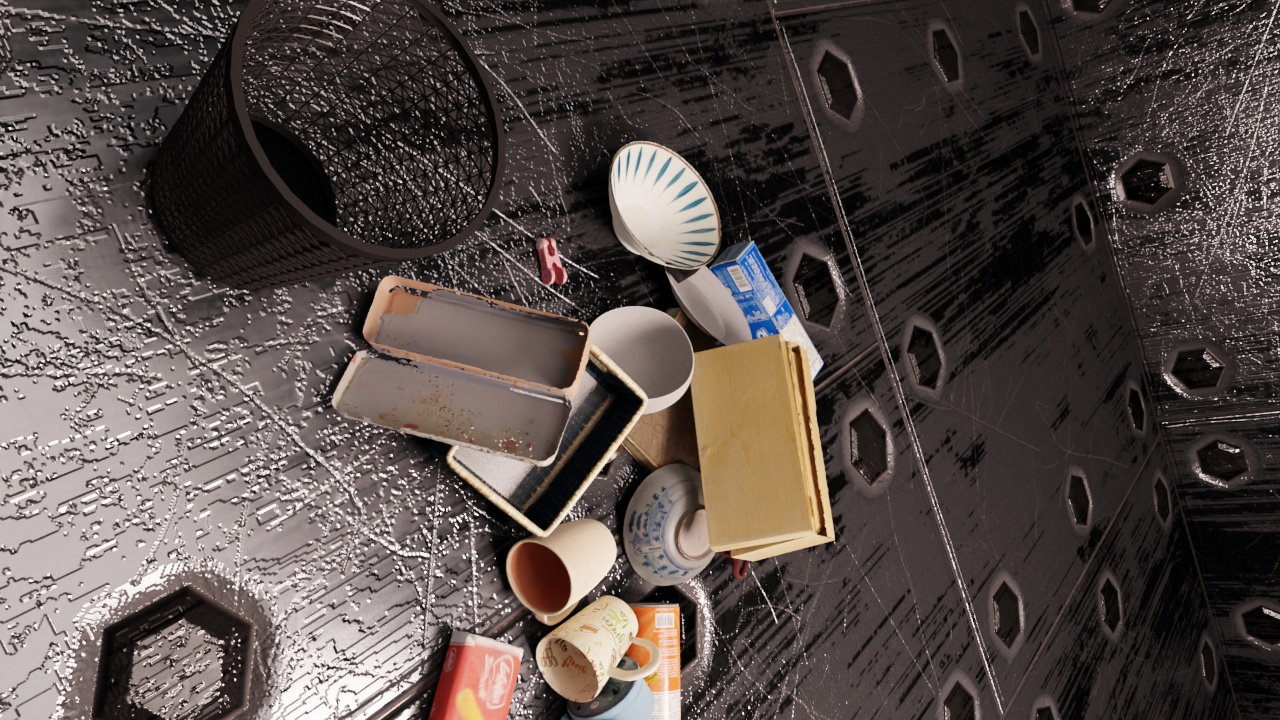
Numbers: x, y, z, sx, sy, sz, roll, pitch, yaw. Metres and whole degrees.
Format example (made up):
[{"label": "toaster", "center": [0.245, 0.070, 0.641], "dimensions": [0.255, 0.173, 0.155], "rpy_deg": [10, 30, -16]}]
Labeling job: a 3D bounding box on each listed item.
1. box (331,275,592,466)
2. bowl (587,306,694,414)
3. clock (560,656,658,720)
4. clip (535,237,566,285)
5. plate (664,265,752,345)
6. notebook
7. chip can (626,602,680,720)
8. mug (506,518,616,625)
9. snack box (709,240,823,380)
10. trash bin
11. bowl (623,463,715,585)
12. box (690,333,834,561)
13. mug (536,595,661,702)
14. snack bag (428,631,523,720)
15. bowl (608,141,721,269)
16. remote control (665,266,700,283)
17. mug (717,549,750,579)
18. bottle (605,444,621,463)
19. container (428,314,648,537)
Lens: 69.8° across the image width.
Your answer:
[{"label": "box", "center": [-0.166, 0.010, 0.864], "dimensions": [0.058, 0.216, 0.153], "rpy_deg": [90, 14, -69]}, {"label": "bowl", "center": [-0.006, 0.006, 1.087], "dimensions": [0.131, 0.064, 0.131], "rpy_deg": [5, 58, -8]}, {"label": "clock", "center": [-0.037, 0.376, 0.981], "dimensions": [0.124, 0.089, 0.052], "rpy_deg": [-44, 112, -40]}, {"label": "clip", "center": [-0.101, -0.116, 1.072], "dimensions": [0.038, 0.022, 0.059], "rpy_deg": [-16, 91, -43]}, {"label": "plate", "center": [0.083, -0.077, 1.216], "dimensions": [0.172, 0.019, 0.172], "rpy_deg": [39, 27, -25]}, {"label": "notebook", "center": [0.061, 0.062, 1.188], "dimensions": [0.190, 0.035, 0.214], "rpy_deg": [47, 52, -28]}, {"label": "chip can", "center": [0.015, 0.387, 1.051], "dimensions": [0.062, 0.062, 0.210], "rpy_deg": [11, 73, -44]}, {"label": "mug", "center": [-0.081, 0.228, 0.984], "dimensions": [0.104, 0.085, 0.111], "rpy_deg": [-19, 123, -57]}, {"label": "snack box", "center": [0.184, -0.063, 1.325], "dimensions": [0.226, 0.059, 0.059], "rpy_deg": [56, 51, -20]}, {"label": "trash bin", "center": [-0.271, -0.162, 0.746], "dimensions": [0.216, 0.244, 0.216], "rpy_deg": [12, 73, -44]}, {"label": "bowl", "center": [0.054, 0.204, 1.109], "dimensions": [0.150, 0.057, 0.151], "rpy_deg": [-5, 99, -37]}, {"label": "box", "center": [0.140, 0.100, 1.102], "dimensions": [0.122, 0.141, 0.248], "rpy_deg": [18, 57, -40]}, {"label": "mug", "center": [-0.035, 0.308, 0.984], "dimensions": [0.097, 0.122, 0.081], "rpy_deg": [-34, 125, -51]}, {"label": "snack bag", "center": [-0.164, 0.330, 0.901], "dimensions": [0.077, 0.036, 0.115], "rpy_deg": [32, 60, -36]}, {"label": "bowl", "center": [0.014, -0.181, 1.156], "dimensions": [0.177, 0.071, 0.177], "rpy_deg": [19, 58, -33]}, {"label": "remote control", "center": [0.060, -0.129, 1.208], "dimensions": [0.039, 0.010, 0.124], "rpy_deg": [49, 26, -4]}, {"label": "mug", "center": [0.136, 0.229, 1.202], "dimensions": [0.088, 0.087, 0.114], "rpy_deg": [23, 70, -60]}, {"label": "bottle", "center": [-0.079, 0.047, 1.034], "dimensions": [0.162, 0.057, 0.056], "rpy_deg": [56, 48, -21]}, {"label": "container", "center": [-0.104, 0.065, 0.947], "dimensions": [0.145, 0.071, 0.187], "rpy_deg": [44, 75, -25]}]
